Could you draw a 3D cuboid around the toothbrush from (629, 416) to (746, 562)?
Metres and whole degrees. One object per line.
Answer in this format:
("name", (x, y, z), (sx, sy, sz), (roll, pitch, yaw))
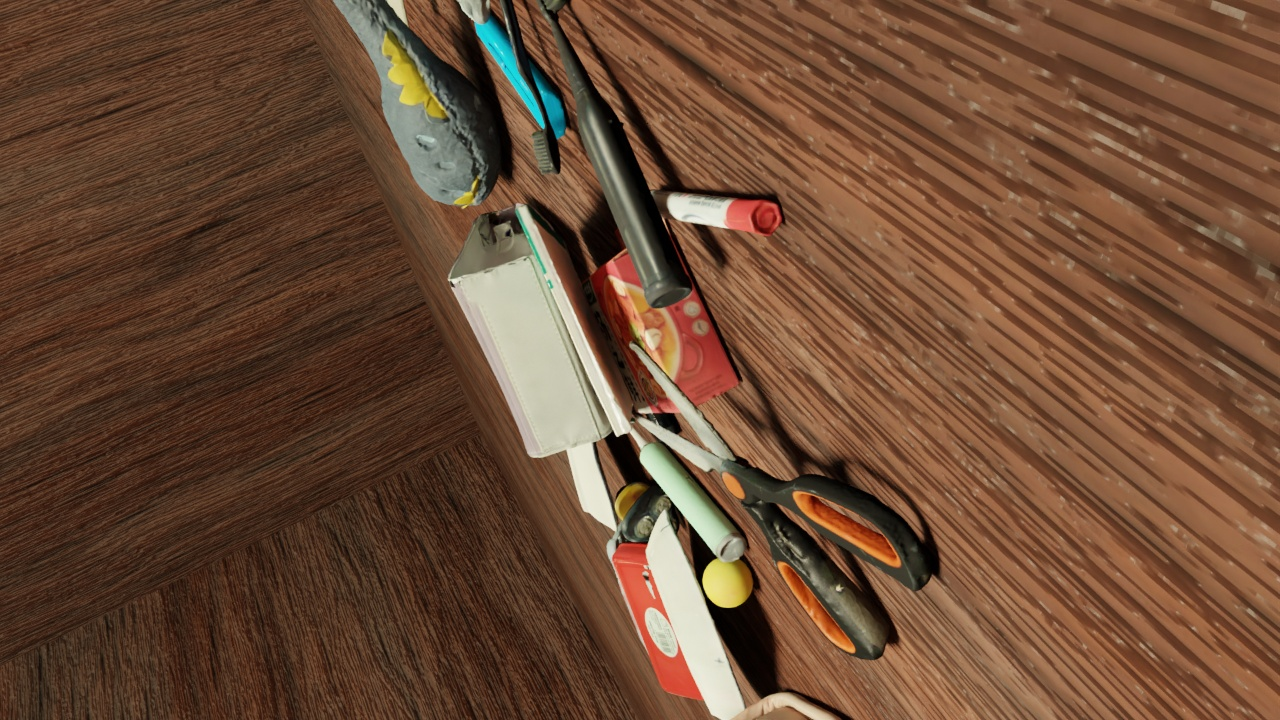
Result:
("toothbrush", (0.024, 0.097, 0.792), (0.224, 0.027, 0.026), (46, 121, 51))

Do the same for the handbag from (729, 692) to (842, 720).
("handbag", (0.084, 0.327, 0.676), (0.093, 0.193, 0.235), (59, 157, 13))

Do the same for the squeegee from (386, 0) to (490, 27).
("squeegee", (-0.163, -0.320, 0.713), (0.246, 0.039, 0.247), (49, 158, 36))

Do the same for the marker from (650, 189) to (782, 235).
("marker", (0.031, -0.078, 0.475), (0.145, 0.017, 0.017), (30, 144, 66))

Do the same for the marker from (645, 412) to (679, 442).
("marker", (-0.004, 0.004, 0.747), (0.132, 0.020, 0.022), (64, -177, 1))

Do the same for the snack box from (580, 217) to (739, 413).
("snack box", (0.003, -0.030, 0.602), (0.127, 0.044, 0.113), (65, 166, -2))

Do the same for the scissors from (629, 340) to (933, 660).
("scissors", (0.075, 0.077, 0.508), (0.221, 0.021, 0.231), (58, 158, -13))

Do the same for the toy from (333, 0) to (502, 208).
("toy", (-0.191, -0.213, 0.861), (0.138, 0.091, 0.357), (41, 168, 8))

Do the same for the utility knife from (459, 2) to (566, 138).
("utility knife", (-0.107, -0.239, 0.696), (0.209, 0.018, 0.034), (56, 164, 34))

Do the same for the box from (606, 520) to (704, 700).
("box", (0.034, 0.275, 1.052), (0.113, 0.099, 0.201), (-4, 114, 38))

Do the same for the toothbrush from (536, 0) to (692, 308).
("toothbrush", (-0.021, -0.128, 0.516), (0.027, 0.026, 0.212), (-33, 71, 38))

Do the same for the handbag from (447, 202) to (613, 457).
("handbag", (-0.094, -0.031, 0.848), (0.144, 0.098, 0.197), (-107, -1, -58))

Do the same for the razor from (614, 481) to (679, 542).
("razor", (0.001, 0.151, 0.936), (0.067, 0.062, 0.167), (40, 173, -4))

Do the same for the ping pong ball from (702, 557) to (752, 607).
("ping pong ball", (0.070, 0.178, 0.736), (0.040, 0.040, 0.040), (58, 165, 25))

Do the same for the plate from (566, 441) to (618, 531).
("plate", (-0.058, 0.107, 0.994), (0.164, 0.034, 0.163), (104, 151, -83))

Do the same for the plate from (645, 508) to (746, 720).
("plate", (0.051, 0.247, 0.847), (0.266, 0.034, 0.162), (71, 176, -53))

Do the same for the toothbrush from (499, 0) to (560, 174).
("toothbrush", (-0.086, -0.217, 0.617), (0.014, 0.016, 0.189), (-35, -69, -63))

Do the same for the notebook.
("notebook", (-0.038, -0.028, 0.646), (0.209, 0.012, 0.150), (-66, -47, -88))
